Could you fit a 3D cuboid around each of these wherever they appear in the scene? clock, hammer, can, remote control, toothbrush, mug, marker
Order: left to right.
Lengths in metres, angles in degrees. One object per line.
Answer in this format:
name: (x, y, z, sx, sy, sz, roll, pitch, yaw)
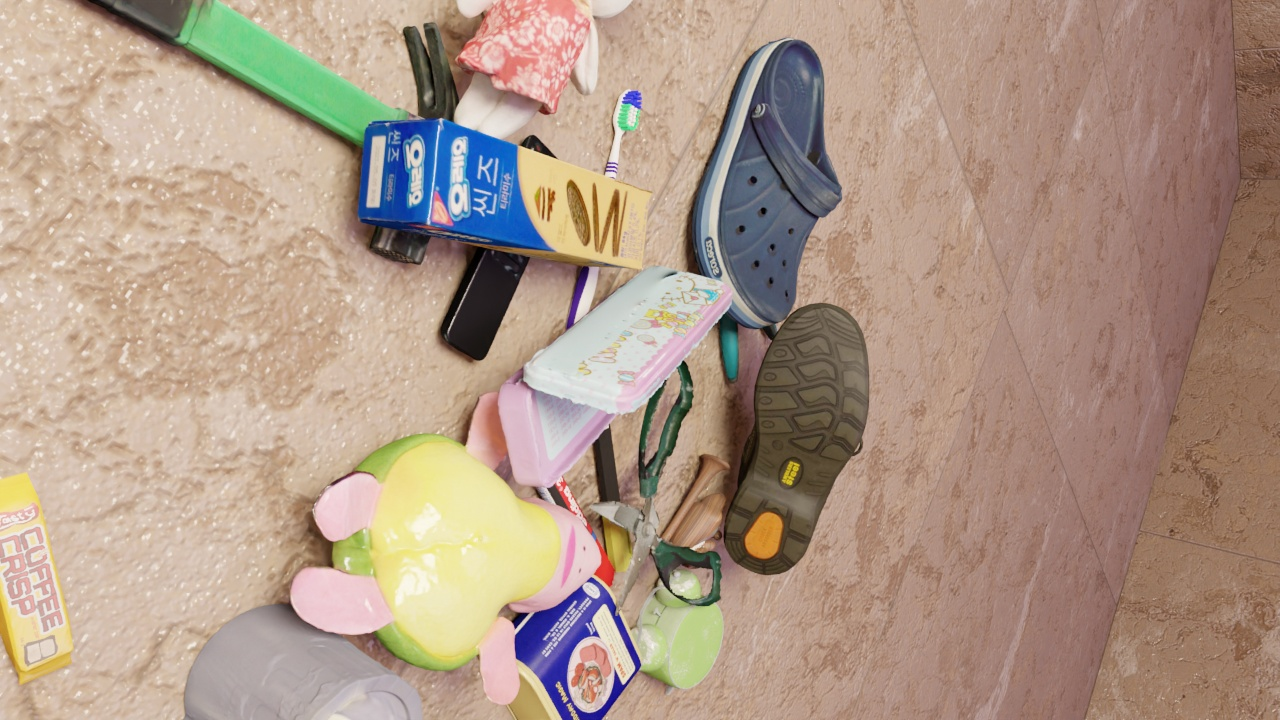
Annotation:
hammer: (-0.210, -0.161, 0.432, 0.318, 0.032, 0.130, 25, 80, -49)
mug: (-0.191, 0.197, 0.478, 0.123, 0.104, 0.084, -39, 127, -38)
remote control: (-0.090, -0.075, 0.600, 0.041, 0.020, 0.151, 39, 67, -52)
can: (-0.055, 0.223, 0.682, 0.092, 0.057, 0.116, -45, 130, -35)
marker: (-0.053, 0.117, 0.685, 0.021, 0.023, 0.145, -25, 124, -1)
toothbrush: (-0.027, -0.108, 0.670, 0.015, 0.016, 0.186, 16, 86, -50)
marker: (-0.022, 0.108, 0.724, 0.021, 0.017, 0.124, -26, 116, -45)
clock: (0.031, 0.236, 0.796, 0.094, 0.043, 0.119, -58, 135, -24)

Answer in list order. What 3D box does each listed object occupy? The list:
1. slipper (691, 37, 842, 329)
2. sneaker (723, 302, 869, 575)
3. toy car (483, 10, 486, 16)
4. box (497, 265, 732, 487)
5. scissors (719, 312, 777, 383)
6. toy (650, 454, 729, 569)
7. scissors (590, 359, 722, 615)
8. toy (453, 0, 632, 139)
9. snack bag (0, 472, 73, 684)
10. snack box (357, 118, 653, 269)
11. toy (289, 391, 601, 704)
slipper: (0.116, -0.154, 0.759, 0.105, 0.095, 0.252, 22, 75, -46)
sneaker: (0.148, 0.062, 0.813, 0.142, 0.101, 0.238, -34, 142, -70)
toy car: (-0.081, -0.221, 0.567, 0.039, 0.039, 0.113, -33, 124, -16)
box: (-0.002, 0.002, 0.616, 0.213, 0.093, 0.089, -46, 132, -58)
scissors: (0.087, -0.047, 0.816, 0.155, 0.019, 0.124, 36, 68, -45)
toy: (0.051, 0.138, 0.800, 0.055, 0.042, 0.101, 41, 74, -22)
scissors: (0.028, 0.109, 0.727, 0.201, 0.015, 0.201, 36, 65, -50)
toy: (-0.047, -0.212, 0.517, 0.159, 0.084, 0.194, 22, 92, -25)
snack bag: (-0.280, 0.101, 0.417, 0.026, 0.020, 0.099, -19, 113, -47)
snack box: (-0.070, -0.093, 0.551, 0.206, 0.057, 0.056, 3, 95, -58)
toy: (-0.110, 0.116, 0.568, 0.237, 0.088, 0.190, 14, 64, -56)
